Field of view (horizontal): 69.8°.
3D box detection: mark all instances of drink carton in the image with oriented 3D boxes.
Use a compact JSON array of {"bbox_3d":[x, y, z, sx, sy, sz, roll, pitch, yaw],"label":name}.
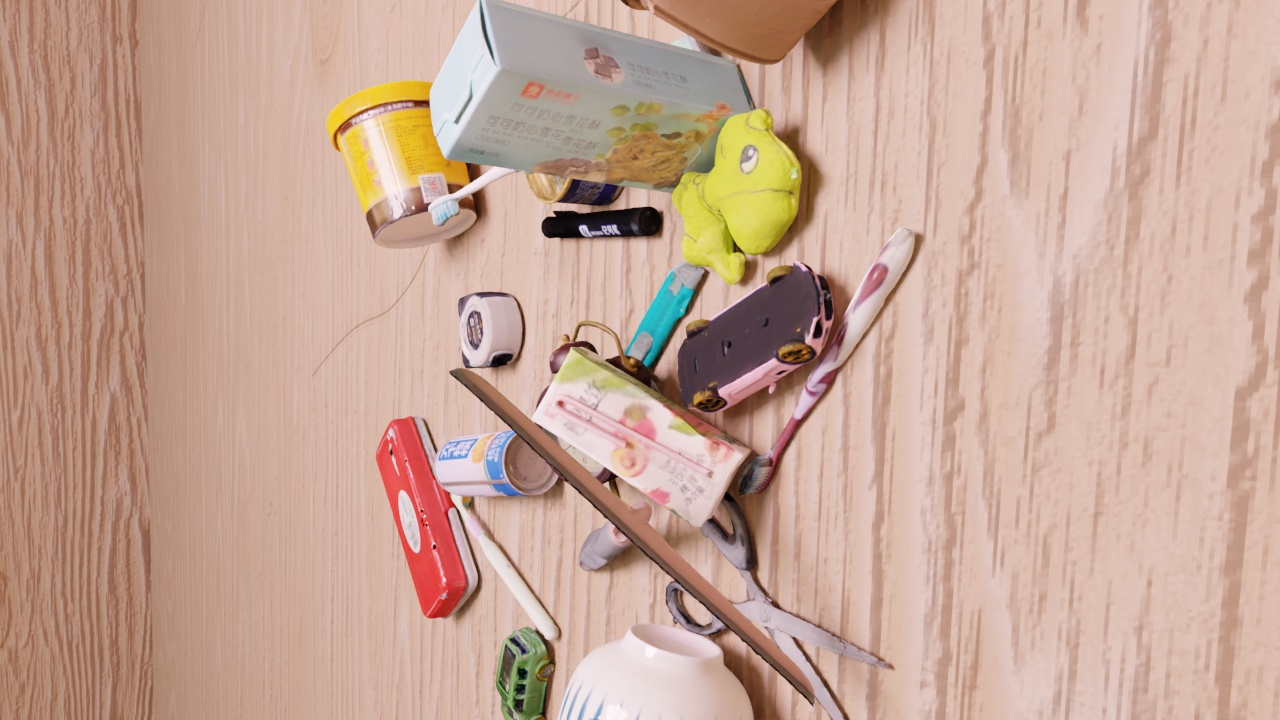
[{"bbox_3d":[0.000,0.044,0.548,0.122,0.045,0.053,32,96,10],"label":"drink carton"}]

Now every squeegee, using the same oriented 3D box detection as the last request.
[{"bbox_3d":[-0.015,0.110,0.581,0.247,0.040,0.250,41,161,4],"label":"squeegee"}]

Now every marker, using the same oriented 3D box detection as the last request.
[{"bbox_3d":[-0.031,-0.099,0.662,0.132,0.020,0.022,9,70,54],"label":"marker"}]

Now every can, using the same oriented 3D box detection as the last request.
[{"bbox_3d":[-0.056,-0.181,0.665,0.075,0.049,0.148,-37,63,48],"label":"can"},{"bbox_3d":[-0.123,0.087,0.765,0.135,0.053,0.053,-12,83,53],"label":"can"}]

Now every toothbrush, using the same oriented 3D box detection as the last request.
[{"bbox_3d":[0.096,0.007,0.498,0.016,0.017,0.188,52,131,35],"label":"toothbrush"},{"bbox_3d":[-0.053,-0.147,0.601,0.225,0.026,0.027,-25,71,22],"label":"toothbrush"},{"bbox_3d":[-0.120,0.173,0.796,0.189,0.020,0.029,43,155,42],"label":"toothbrush"}]

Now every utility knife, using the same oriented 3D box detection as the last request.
[{"bbox_3d":[-0.004,0.004,0.635,0.029,0.013,0.187,56,133,34],"label":"utility knife"}]

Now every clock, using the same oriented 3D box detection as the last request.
[{"bbox_3d":[-0.027,0.031,0.616,0.082,0.055,0.122,19,116,38],"label":"clock"}]

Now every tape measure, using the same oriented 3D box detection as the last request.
[{"bbox_3d":[-0.128,-0.026,0.784,0.066,0.033,0.065,-6,89,55],"label":"tape measure"}]

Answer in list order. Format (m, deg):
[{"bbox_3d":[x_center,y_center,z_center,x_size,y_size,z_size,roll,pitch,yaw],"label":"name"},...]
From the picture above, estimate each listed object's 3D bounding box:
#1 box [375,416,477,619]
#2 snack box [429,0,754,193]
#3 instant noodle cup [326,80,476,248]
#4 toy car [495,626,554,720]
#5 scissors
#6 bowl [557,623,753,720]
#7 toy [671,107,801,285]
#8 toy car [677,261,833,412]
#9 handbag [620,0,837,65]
[{"bbox_3d":[-0.212,0.153,0.907,0.087,0.046,0.201,-55,51,39],"label":"box"},{"bbox_3d":[-0.025,-0.144,0.522,0.074,0.174,0.051,-40,58,48],"label":"snack box"},{"bbox_3d":[-0.206,-0.169,0.818,0.119,0.118,0.114,-27,77,51],"label":"instant noodle cup"},{"bbox_3d":[-0.099,0.267,0.760,0.043,0.036,0.091,27,117,48],"label":"toy car"},{"bbox_3d":[0.069,0.148,0.545,0.160,0.014,0.177,-40,61,47],"label":"scissors"},{"bbox_3d":[0.014,0.197,0.544,0.117,0.116,0.066,12,87,52],"label":"bowl"},{"bbox_3d":[0.057,-0.092,0.530,0.100,0.031,0.097,1,106,50],"label":"toy"},{"bbox_3d":[0.064,-0.009,0.521,0.123,0.037,0.056,-34,53,46],"label":"toy car"},{"bbox_3d":[0.030,-0.258,0.464,0.100,0.147,0.204,-41,64,48],"label":"handbag"}]
